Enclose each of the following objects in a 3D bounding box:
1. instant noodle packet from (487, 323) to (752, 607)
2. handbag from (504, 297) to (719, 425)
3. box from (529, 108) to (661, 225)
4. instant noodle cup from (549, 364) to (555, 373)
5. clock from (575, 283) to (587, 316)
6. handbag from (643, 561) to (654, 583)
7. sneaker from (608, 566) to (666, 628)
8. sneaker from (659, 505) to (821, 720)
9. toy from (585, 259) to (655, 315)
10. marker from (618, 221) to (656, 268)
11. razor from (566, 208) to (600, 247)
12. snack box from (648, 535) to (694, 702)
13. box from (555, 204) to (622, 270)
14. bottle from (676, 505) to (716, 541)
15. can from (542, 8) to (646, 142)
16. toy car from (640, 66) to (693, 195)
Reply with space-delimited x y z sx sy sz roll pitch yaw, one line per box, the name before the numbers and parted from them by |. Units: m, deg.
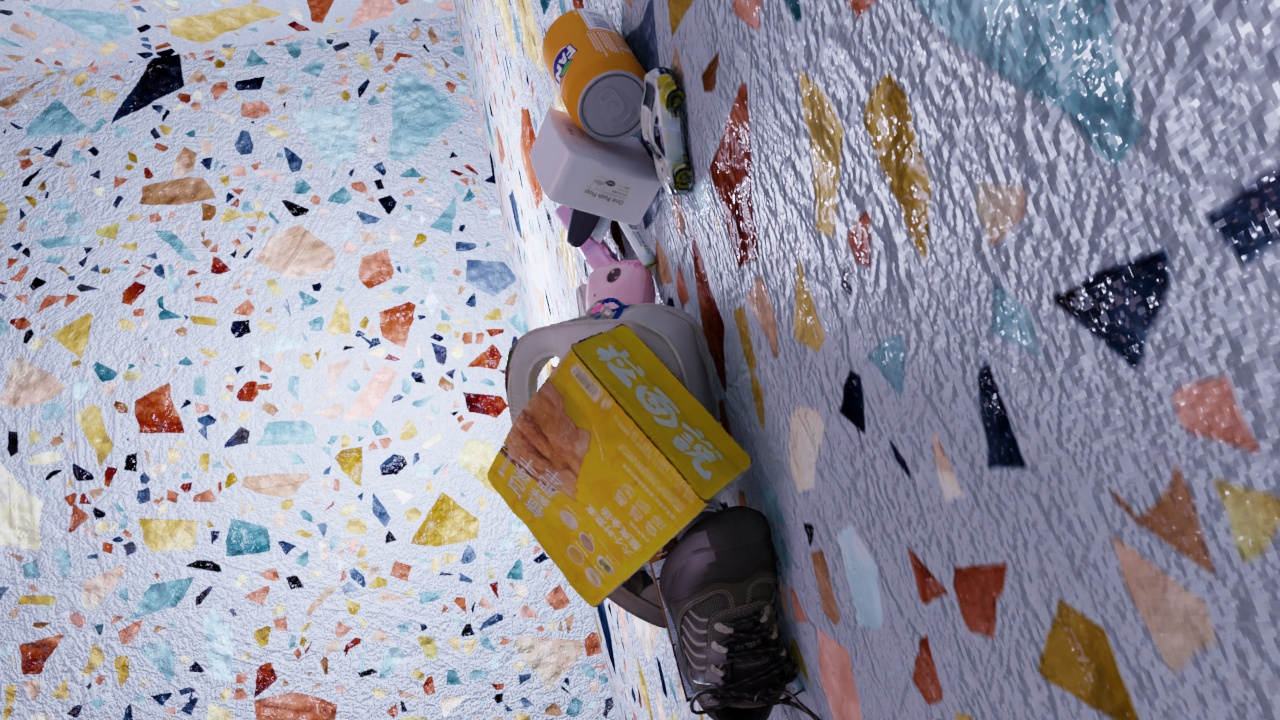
instant noodle packet | -0.037 0.100 0.783 0.163 0.084 0.222 48 129 9
handbag | -0.028 0.043 0.849 0.092 0.200 0.201 -36 -56 -60
box | -0.049 -0.177 0.875 0.076 0.107 0.102 -58 36 28
instant noodle cup | -0.058 0.042 1.228 0.098 0.108 0.097 167 91 -80
clock | -0.056 -0.059 1.230 0.157 0.061 0.103 -173 72 -81
handbag | -0.017 0.186 1.121 0.113 0.123 0.171 -55 39 28
sneaker | -0.019 0.177 1.008 0.234 0.120 0.095 52 -173 20
sneaker | 0.079 0.240 0.747 0.142 0.101 0.238 -117 18 -49
toy | -0.006 0.006 0.957 0.191 0.087 0.238 119 139 -58
marker | -0.024 -0.161 0.948 0.146 0.017 0.017 59 172 -9
razor | -0.049 -0.178 1.001 0.143 0.052 0.047 118 165 -45
snack box | 0.054 0.249 0.948 0.101 0.032 0.185 31 -140 -63
box | -0.063 -0.171 1.126 0.201 0.073 0.150 -123 23 -60
bottle | 0.060 0.176 0.915 0.047 0.047 0.112 96 160 -59
can | -0.042 -0.269 0.864 0.142 0.079 0.079 -113 15 -46
toy car | 0.020 -0.188 0.762 0.048 0.033 0.105 -130 29 -66
